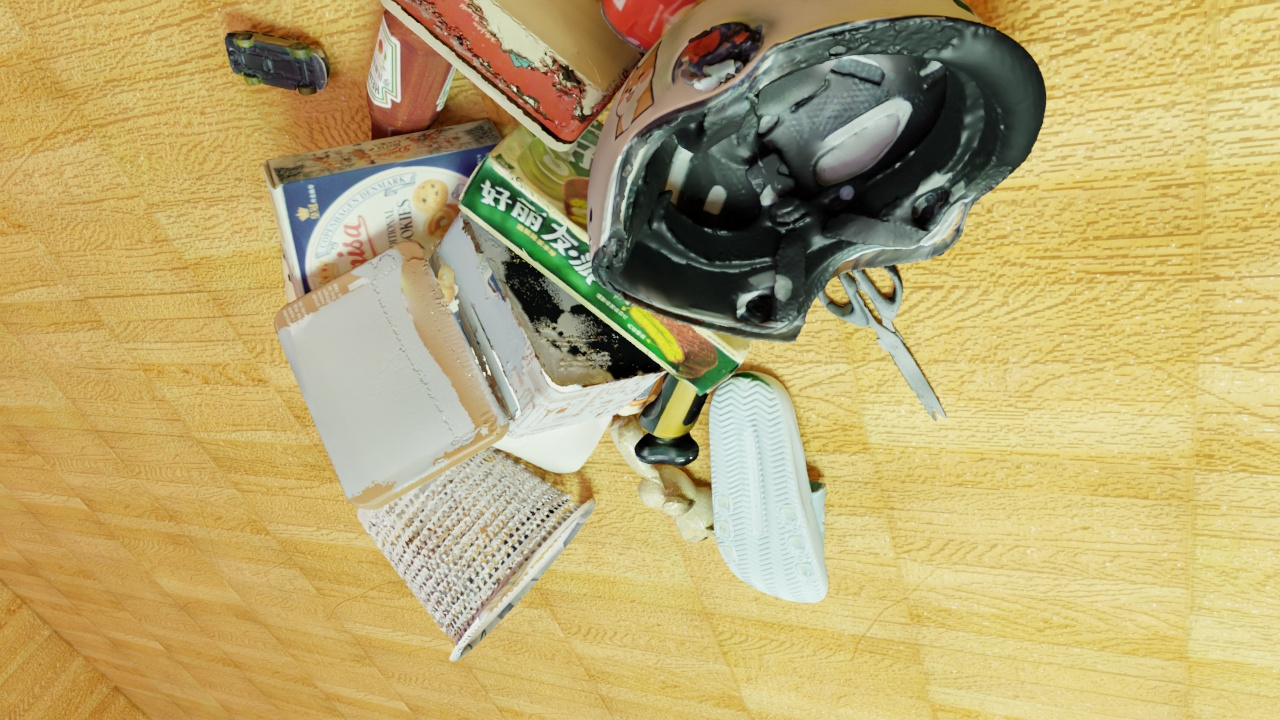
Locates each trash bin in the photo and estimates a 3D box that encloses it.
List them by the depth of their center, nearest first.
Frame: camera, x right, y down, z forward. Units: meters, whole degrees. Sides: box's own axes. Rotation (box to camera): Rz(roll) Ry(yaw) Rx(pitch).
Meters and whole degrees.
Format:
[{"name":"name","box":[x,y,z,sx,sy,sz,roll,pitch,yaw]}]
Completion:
[{"name":"trash bin","box":[-0.192,0.180,1.009,0.192,0.226,0.228,40,138,8]}]

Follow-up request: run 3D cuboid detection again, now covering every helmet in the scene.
[{"name":"helmet","box":[0.085,-0.142,0.565,0.229,0.156,0.275,17,137,-39]}]

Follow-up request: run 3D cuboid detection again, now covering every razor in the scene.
[{"name":"razor","box":[0.040,0.036,0.818,0.067,0.062,0.168,45,142,20]}]

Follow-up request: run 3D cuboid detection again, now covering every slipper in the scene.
[{"name":"slipper","box":[0.122,0.119,0.863,0.104,0.074,0.245,1,114,31]}]

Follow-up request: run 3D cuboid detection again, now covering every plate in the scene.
[{"name":"plate","box":[-0.115,0.045,0.936,0.163,0.034,0.165,24,140,-8]}]

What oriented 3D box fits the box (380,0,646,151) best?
[{"name":"box","box":[-0.082,-0.236,0.627,0.168,0.091,0.080,39,140,-9]}]

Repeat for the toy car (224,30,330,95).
[{"name":"toy car","box":[-0.304,-0.255,0.776,0.090,0.035,0.042,15,137,9]}]

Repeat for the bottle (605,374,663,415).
[{"name":"bottle","box":[-0.005,0.005,0.836,0.067,0.066,0.150,25,144,7]}]

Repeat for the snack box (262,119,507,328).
[{"name":"snack box","box":[-0.202,-0.100,0.770,0.045,0.182,0.178,56,153,36]}]

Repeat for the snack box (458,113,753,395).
[{"name":"snack box","box":[-0.010,-0.091,0.705,0.240,0.114,0.063,38,136,-7]}]

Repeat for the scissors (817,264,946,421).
[{"name":"scissors","box":[0.195,-0.013,0.741,0.136,0.014,0.175,13,137,17]}]

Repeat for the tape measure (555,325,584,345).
[{"name":"tape measure","box":[-0.053,-0.040,0.843,0.054,0.025,0.058,38,136,-9]}]

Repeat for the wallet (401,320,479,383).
[{"name":"wallet","box":[-0.234,-0.035,0.901,0.133,0.106,0.040,50,169,-20]}]

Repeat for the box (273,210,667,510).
[{"name":"box","box":[-0.127,-0.017,0.710,0.179,0.273,0.126,62,158,17]}]

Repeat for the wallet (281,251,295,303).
[{"name":"wallet","box":[-0.349,-0.078,0.952,0.087,0.024,0.115,58,145,19]}]

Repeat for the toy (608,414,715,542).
[{"name":"toy","box":[0.025,0.120,0.930,0.157,0.066,0.105,50,167,-14]}]

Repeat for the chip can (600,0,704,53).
[{"name":"chip can","box":[0.046,-0.281,0.527,0.073,0.073,0.217,33,137,-2]}]

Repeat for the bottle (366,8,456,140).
[{"name":"bottle","box":[-0.195,-0.203,0.745,0.060,0.059,0.207,34,139,-4]}]
